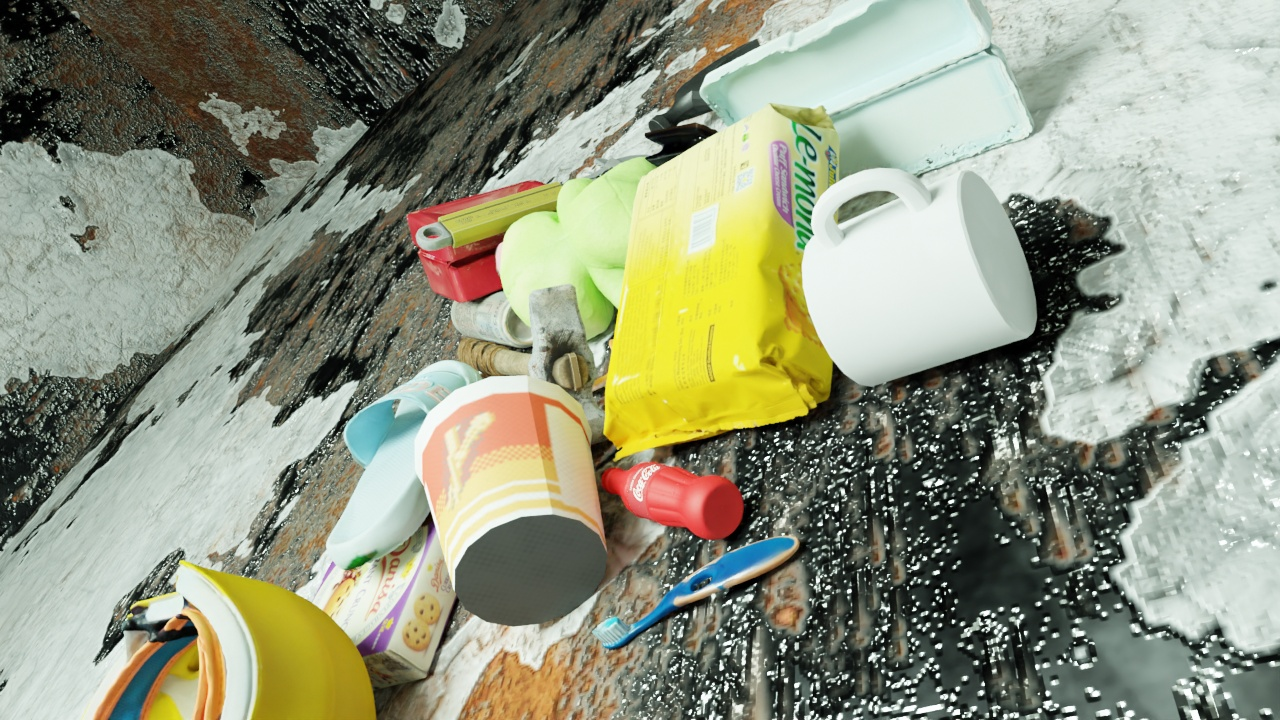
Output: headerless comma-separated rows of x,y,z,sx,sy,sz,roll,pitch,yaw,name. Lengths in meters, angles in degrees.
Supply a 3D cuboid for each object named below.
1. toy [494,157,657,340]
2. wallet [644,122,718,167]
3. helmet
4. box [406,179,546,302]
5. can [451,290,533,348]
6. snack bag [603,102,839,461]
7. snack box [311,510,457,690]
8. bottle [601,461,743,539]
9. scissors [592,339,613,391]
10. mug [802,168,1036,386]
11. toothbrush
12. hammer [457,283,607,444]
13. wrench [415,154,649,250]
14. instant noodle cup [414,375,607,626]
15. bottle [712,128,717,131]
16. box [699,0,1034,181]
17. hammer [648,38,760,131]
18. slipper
-0.051,-0.090,0.798,0.197,0.107,0.150,-33,71,20,toy
0.067,-0.160,0.755,0.089,0.115,0.026,11,85,60,wallet
-0.261,0.253,0.589,0.241,0.139,0.209,-42,49,28,helmet
-0.148,-0.126,0.964,0.157,0.093,0.129,-20,21,-22,box
-0.145,-0.044,0.937,0.054,0.054,0.136,-53,28,-15,can
0.052,-0.058,0.621,0.160,0.068,0.246,-18,54,40,snack bag
-0.200,0.183,0.711,0.148,0.040,0.143,-25,33,33,snack box
0.013,0.082,0.567,0.119,0.036,0.036,4,54,56,bottle
-0.007,0.010,0.722,0.126,0.011,0.127,-27,32,29,scissors
0.140,-0.052,0.487,0.090,0.121,0.090,-22,36,37,mug
0.028,0.127,0.507,0.135,0.017,0.021,-33,31,21,toothbrush
-0.111,0.001,0.798,0.048,0.121,0.319,-13,7,-23,hammer
-0.087,-0.154,0.894,0.272,0.018,0.083,-23,52,-24,wrench
-0.081,0.095,0.600,0.123,0.123,0.121,-39,35,10,instant noodle cup
0.070,-0.198,0.889,0.025,0.025,0.105,-29,31,27,bottle
0.151,-0.180,0.635,0.198,0.134,0.040,-14,42,45,box
0.137,-0.256,0.853,0.132,0.040,0.306,-44,30,-18,hammer
-0.198,0.068,0.755,0.104,0.074,0.244,-28,25,23,slipper
